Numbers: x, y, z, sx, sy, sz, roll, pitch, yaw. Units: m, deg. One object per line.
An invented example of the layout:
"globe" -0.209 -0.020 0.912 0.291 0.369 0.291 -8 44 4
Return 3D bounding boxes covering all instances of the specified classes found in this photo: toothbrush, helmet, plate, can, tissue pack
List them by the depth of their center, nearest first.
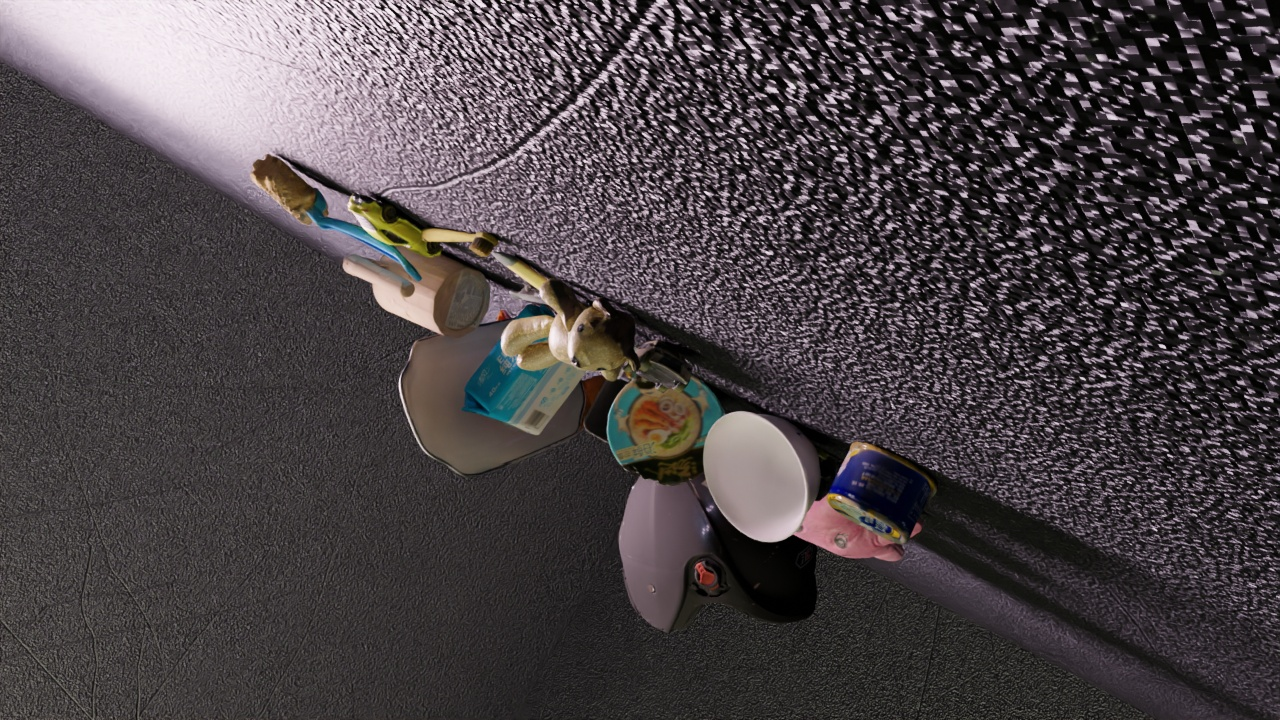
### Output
"can" 0.190 0.107 0.731 0.075 0.049 0.148 27 173 18
"toothbrush" -0.160 -0.103 0.789 0.015 0.016 0.190 34 173 -28
"toothbrush" -0.006 0.006 0.949 0.189 0.029 0.021 138 109 -82
"tissue pack" -0.120 0.012 0.981 0.063 0.140 0.090 42 -172 38
"plate" -0.167 0.039 1.045 0.034 0.162 0.265 -24 178 38
"helmet" 0.108 0.217 1.178 0.275 0.230 0.232 21 -159 29

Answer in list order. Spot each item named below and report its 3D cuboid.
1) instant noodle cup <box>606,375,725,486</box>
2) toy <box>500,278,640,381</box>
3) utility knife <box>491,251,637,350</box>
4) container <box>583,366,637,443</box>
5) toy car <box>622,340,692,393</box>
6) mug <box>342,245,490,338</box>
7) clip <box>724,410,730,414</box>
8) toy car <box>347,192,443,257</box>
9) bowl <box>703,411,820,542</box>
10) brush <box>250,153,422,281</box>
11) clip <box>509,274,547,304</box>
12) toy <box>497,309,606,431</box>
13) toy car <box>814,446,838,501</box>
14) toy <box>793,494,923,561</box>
"instant noodle cup" 0.027 0.061 0.913 0.111 0.111 0.120 29 -177 2
"toy" -0.062 -0.016 0.756 0.158 0.066 0.105 -4 123 52
"utility knife" -0.043 -0.034 0.794 0.207 0.021 0.031 40 168 -26
"container" -0.006 0.071 1.163 0.090 0.090 0.114 29 177 12
"toy car" 0.016 0.003 0.757 0.042 0.035 0.090 29 174 -12
"mug" -0.238 -0.080 0.984 0.104 0.084 0.124 23 -175 35
"clip" 0.086 0.060 0.993 0.056 0.014 0.040 24 171 44
"toy car" -0.238 -0.126 0.892 0.048 0.032 0.105 24 173 40
"bowl" 0.120 0.095 0.816 0.064 0.118 0.118 -17 -151 -40
"brush" -0.315 -0.146 0.956 0.255 0.045 0.083 31 168 26
"clip" -0.093 -0.062 0.825 0.057 0.033 0.025 17 170 35
"toy" -0.144 0.013 1.206 0.199 0.131 0.139 39 -145 16
"toy car" 0.136 0.094 0.872 0.106 0.049 0.031 28 175 12
"toy" 0.189 0.150 0.949 0.195 0.074 0.179 18 157 17
